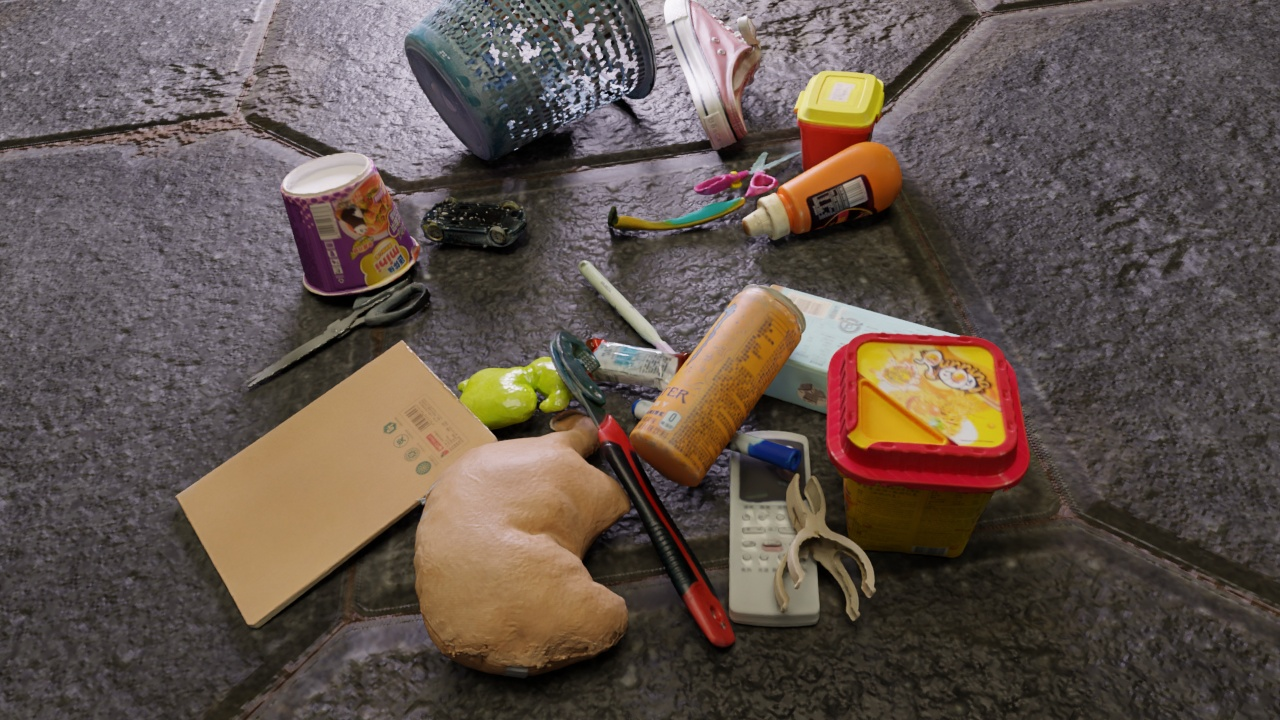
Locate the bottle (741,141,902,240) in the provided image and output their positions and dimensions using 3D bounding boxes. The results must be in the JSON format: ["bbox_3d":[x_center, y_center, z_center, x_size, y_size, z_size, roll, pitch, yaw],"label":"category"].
[{"bbox_3d":[0.163,-0.149,0.847,0.149,0.067,0.066,-23,47,-5],"label":"bottle"}]

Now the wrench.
[{"bbox_3d":[-0.006,0.077,0.639,0.016,0.056,0.273,-42,54,17],"label":"wrench"}]

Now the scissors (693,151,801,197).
[{"bbox_3d":[0.118,-0.183,0.893,0.135,0.017,0.108,-27,29,-29],"label":"scissors"}]

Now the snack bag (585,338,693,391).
[{"bbox_3d":[-0.004,0.004,0.728,0.105,0.026,0.045,8,54,27],"label":"snack bag"}]

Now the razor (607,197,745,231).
[{"bbox_3d":[0.034,-0.139,0.872,0.132,0.043,0.028,-7,90,-1],"label":"razor"}]

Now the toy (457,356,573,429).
[{"bbox_3d":[-0.097,0.025,0.722,0.100,0.031,0.097,-31,37,-22],"label":"toy"}]

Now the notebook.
[{"bbox_3d":[-0.228,0.082,0.685,0.207,0.008,0.148,-38,53,-17],"label":"notebook"}]

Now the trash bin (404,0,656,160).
[{"bbox_3d":[-0.128,-0.323,0.964,0.195,0.227,0.226,-38,52,-11],"label":"trash bin"}]

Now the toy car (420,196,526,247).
[{"bbox_3d":[-0.159,-0.130,0.885,0.106,0.031,0.048,6,48,14],"label":"toy car"}]

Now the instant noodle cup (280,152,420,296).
[{"bbox_3d":[-0.271,-0.129,0.841,0.111,0.099,0.111,-7,36,5],"label":"instant noodle cup"}]

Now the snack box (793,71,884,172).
[{"bbox_3d":[0.194,-0.230,0.905,0.082,0.080,0.091,11,48,16],"label":"snack box"}]

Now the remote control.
[{"bbox_3d":[0.090,0.110,0.628,0.058,0.021,0.149,-1,47,6],"label":"remote control"}]

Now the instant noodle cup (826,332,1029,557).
[{"bbox_3d":[0.177,0.060,0.593,0.116,0.124,0.116,2,47,10],"label":"instant noodle cup"}]

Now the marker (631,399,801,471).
[{"bbox_3d":[0.051,0.053,0.670,0.146,0.017,0.016,16,49,39],"label":"marker"}]

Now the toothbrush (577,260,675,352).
[{"bbox_3d":[-0.003,-0.034,0.780,0.029,0.020,0.189,-43,52,1],"label":"toothbrush"}]

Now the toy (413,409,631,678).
[{"bbox_3d":[-0.078,0.103,0.620,0.143,0.083,0.225,11,43,-10],"label":"toy"}]

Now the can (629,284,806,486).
[{"bbox_3d":[0.056,0.016,0.644,0.058,0.058,0.145,27,67,29],"label":"can"}]

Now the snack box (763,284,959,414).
[{"bbox_3d":[0.163,0.003,0.701,0.175,0.052,0.074,18,52,24],"label":"snack box"}]

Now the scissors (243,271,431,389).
[{"bbox_3d":[-0.274,-0.031,0.818,0.175,0.014,0.132,-12,44,0],"label":"scissors"}]

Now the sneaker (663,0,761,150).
[{"bbox_3d":[0.088,-0.326,0.996,0.088,0.118,0.240,-21,51,11],"label":"sneaker"}]

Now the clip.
[{"bbox_3d":[0.101,0.118,0.578,0.094,0.035,0.102,-10,48,-28],"label":"clip"}]
